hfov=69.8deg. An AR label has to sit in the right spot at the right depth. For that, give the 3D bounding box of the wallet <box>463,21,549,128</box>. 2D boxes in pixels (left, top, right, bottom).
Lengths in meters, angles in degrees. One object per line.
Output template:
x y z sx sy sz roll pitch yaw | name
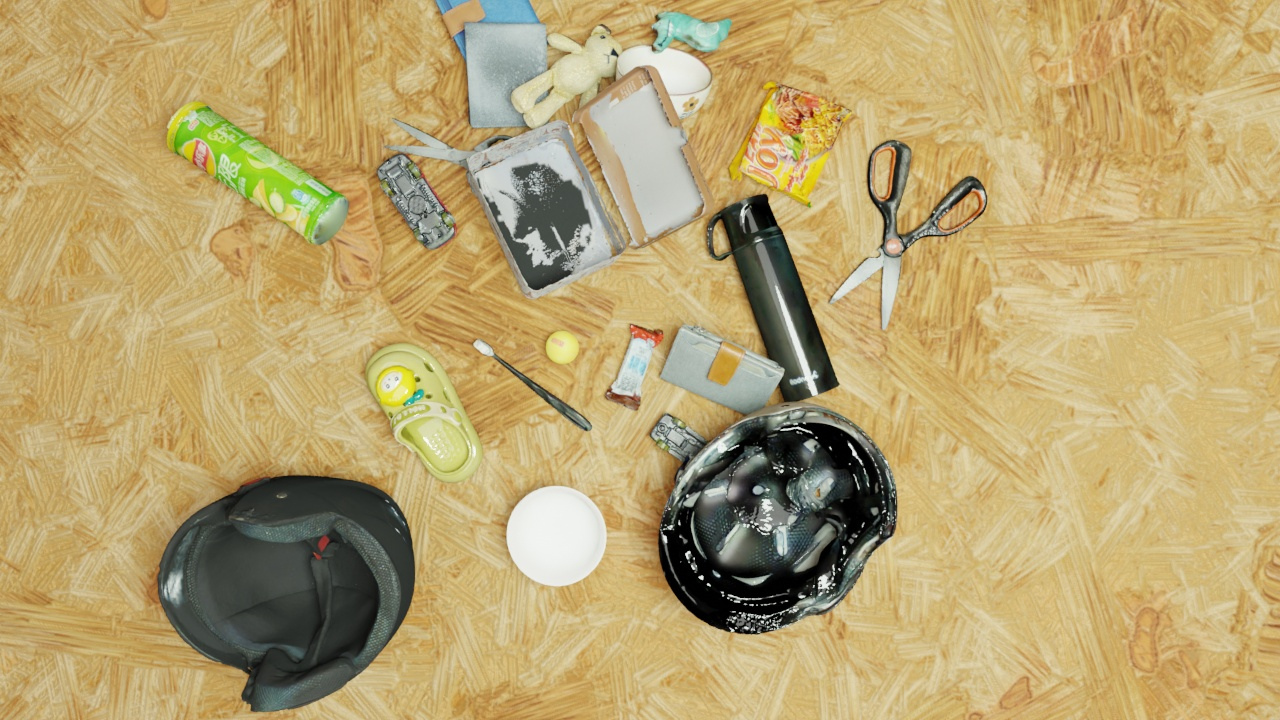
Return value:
-0.159 -0.340 1.095 0.097 0.019 0.121 -3 109 -8 | wallet

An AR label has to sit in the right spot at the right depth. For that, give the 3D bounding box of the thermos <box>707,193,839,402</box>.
0.153 -0.070 1.092 0.090 0.068 0.242 -21 89 26 | thermos

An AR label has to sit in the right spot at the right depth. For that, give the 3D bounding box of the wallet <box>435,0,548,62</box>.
-0.185 -0.421 1.107 0.106 0.040 0.133 -26 90 -1 | wallet

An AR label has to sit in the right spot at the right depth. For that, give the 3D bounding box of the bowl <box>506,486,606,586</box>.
-0.097 0.205 1.108 0.118 0.064 0.118 0 92 4 | bowl

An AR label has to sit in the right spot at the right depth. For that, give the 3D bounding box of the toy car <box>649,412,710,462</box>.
0.057 0.102 1.112 0.090 0.035 0.042 35 94 1 | toy car

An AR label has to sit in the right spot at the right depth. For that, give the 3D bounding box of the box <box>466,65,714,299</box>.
-0.059 -0.198 1.058 0.273 0.130 0.179 -24 92 18 | box

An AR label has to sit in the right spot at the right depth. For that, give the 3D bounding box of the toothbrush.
-0.133 0.031 1.129 0.181 0.018 0.015 37 90 0 | toothbrush

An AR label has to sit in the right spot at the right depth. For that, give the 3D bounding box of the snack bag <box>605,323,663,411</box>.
-0.007 0.007 1.116 0.045 0.026 0.105 19 94 -7 | snack bag

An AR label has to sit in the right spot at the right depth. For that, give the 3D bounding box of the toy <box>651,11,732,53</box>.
0.054 -0.388 1.091 0.092 0.030 0.096 21 56 12 | toy

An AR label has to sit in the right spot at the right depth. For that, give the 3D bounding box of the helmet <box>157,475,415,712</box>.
-0.388 0.244 1.044 0.275 0.230 0.233 0 98 11 | helmet

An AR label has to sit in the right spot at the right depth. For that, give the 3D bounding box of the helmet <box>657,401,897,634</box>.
0.152 0.164 1.050 0.230 0.156 0.274 40 103 -1 | helmet

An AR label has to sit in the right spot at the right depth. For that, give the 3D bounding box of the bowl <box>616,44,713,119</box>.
0.025 -0.315 1.077 0.113 0.113 0.062 13 134 2 | bowl

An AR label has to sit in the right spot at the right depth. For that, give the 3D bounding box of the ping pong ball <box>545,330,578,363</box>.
-0.095 -0.016 1.113 0.040 0.040 0.040 0 92 3 | ping pong ball

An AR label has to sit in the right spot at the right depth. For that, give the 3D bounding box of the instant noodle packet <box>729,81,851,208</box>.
0.176 -0.258 1.092 0.111 0.044 0.128 24 93 6 | instant noodle packet

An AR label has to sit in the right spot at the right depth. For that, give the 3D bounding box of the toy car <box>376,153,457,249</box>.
-0.269 -0.192 1.114 0.053 0.045 0.120 -31 96 5 | toy car

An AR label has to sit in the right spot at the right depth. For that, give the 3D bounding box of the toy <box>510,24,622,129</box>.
-0.083 -0.331 1.078 0.157 0.066 0.105 -40 116 -17 | toy

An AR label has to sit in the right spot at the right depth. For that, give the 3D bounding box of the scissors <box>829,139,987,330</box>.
0.318 -0.155 1.098 0.225 0.021 0.221 -12 91 3 | scissors

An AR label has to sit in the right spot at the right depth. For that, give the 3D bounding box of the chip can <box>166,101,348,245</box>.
-0.459 -0.224 1.109 0.221 0.072 0.072 33 93 2 | chip can

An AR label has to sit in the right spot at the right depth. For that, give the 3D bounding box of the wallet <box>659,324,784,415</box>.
0.094 0.015 1.078 0.130 0.107 0.036 23 54 3 | wallet

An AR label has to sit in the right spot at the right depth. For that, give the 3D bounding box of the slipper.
-0.261 0.064 1.105 0.091 0.081 0.190 -33 93 1 | slipper

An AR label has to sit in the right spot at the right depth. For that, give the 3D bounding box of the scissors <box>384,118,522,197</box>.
-0.224 -0.247 1.125 0.163 0.014 0.166 -24 90 3 | scissors
